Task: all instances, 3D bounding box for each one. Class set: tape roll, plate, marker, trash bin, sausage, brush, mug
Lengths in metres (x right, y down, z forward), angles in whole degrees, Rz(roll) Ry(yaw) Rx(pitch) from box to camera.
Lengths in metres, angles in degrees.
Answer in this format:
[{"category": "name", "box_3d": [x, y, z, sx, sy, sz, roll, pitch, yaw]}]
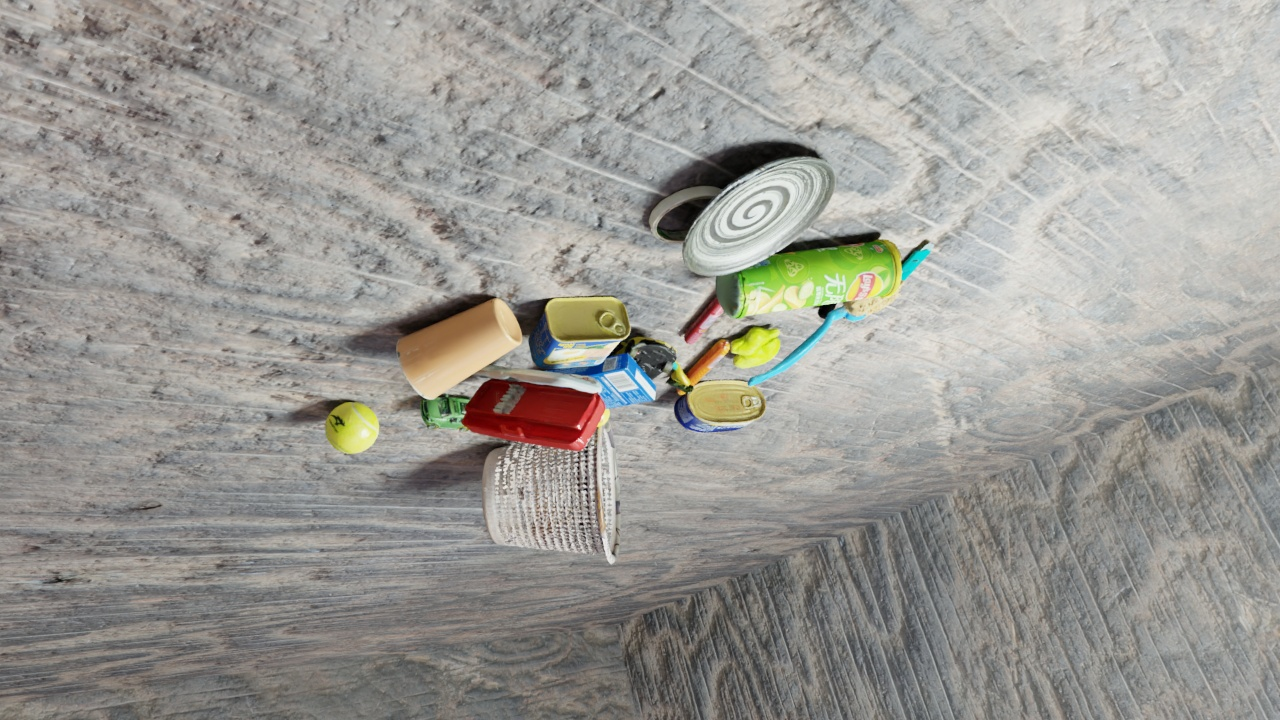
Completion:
[{"category": "tape roll", "box_3d": [0.052, -0.150, 0.947, 0.085, 0.014, 0.086, -13, 158, -6]}, {"category": "plate", "box_3d": [0.118, -0.152, 0.947, 0.179, 0.024, 0.180, -24, 157, -11]}, {"category": "marker", "box_3d": [0.257, -0.092, 1.212, 0.022, 0.020, 0.132, -5, 156, -5]}, {"category": "trash bin", "box_3d": [-0.138, 0.208, 1.437, 0.192, 0.227, 0.228, -4, 158, 5]}, {"category": "sausage", "box_3d": [0.090, -0.060, 1.178, 0.020, 0.020, 0.156, -4, 155, -26]}, {"category": "brush", "box_3d": [0.242, -0.040, 1.194, 0.254, 0.046, 0.083, -36, 169, -12]}, {"category": "sausage", "box_3d": [0.089, 0.011, 1.340, 0.021, 0.021, 0.166, -3, 155, -28]}, {"category": "mug", "box_3d": [-0.198, -0.017, 1.021, 0.123, 0.078, 0.078, -26, 156, 12]}]

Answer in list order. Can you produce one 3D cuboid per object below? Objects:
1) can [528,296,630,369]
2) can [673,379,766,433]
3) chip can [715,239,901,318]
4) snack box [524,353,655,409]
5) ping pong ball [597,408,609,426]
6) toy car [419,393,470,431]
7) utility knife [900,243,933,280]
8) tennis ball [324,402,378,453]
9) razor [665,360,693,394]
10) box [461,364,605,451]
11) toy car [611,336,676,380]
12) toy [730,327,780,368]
[{"category": "can", "box_3d": [-0.075, -0.031, 1.088, 0.102, 0.057, 0.083, -4, 157, -26]}, {"category": "can", "box_3d": [0.125, 0.073, 1.443, 0.148, 0.074, 0.049, -2, 157, -31]}, {"category": "chip can", "box_3d": [0.198, -0.098, 1.091, 0.221, 0.072, 0.073, -9, 157, -16]}, {"category": "snack box", "box_3d": [-0.067, 0.035, 1.217, 0.157, 0.026, 0.084, -11, 143, 24]}, {"category": "ping pong ball", "box_3d": [-0.066, 0.079, 1.371, 0.040, 0.040, 0.040, -13, 158, -6]}, {"category": "toy car", "box_3d": [-0.251, 0.069, 1.223, 0.091, 0.043, 0.036, 7, 152, -46]}, {"category": "utility knife", "box_3d": [0.348, -0.112, 1.232, 0.029, 0.013, 0.165, -9, 157, -19]}, {"category": "tennis ball", "box_3d": [-0.363, 0.085, 1.156, 0.065, 0.065, 0.065, -13, 158, -6]}, {"category": "razor", "box_3d": [0.042, 0.012, 1.303, 0.028, 0.043, 0.132, -56, 154, -6]}, {"category": "box", "box_3d": [-0.144, 0.037, 1.093, 0.202, 0.095, 0.099, 5, 145, 39]}, {"category": "toy car", "box_3d": [-0.007, 0.007, 1.227, 0.071, 0.041, 0.156, 20, 146, -23]}, {"category": "toy", "box_3d": [0.167, -0.017, 1.313, 0.097, 0.031, 0.100, -32, 152, 30]}]
